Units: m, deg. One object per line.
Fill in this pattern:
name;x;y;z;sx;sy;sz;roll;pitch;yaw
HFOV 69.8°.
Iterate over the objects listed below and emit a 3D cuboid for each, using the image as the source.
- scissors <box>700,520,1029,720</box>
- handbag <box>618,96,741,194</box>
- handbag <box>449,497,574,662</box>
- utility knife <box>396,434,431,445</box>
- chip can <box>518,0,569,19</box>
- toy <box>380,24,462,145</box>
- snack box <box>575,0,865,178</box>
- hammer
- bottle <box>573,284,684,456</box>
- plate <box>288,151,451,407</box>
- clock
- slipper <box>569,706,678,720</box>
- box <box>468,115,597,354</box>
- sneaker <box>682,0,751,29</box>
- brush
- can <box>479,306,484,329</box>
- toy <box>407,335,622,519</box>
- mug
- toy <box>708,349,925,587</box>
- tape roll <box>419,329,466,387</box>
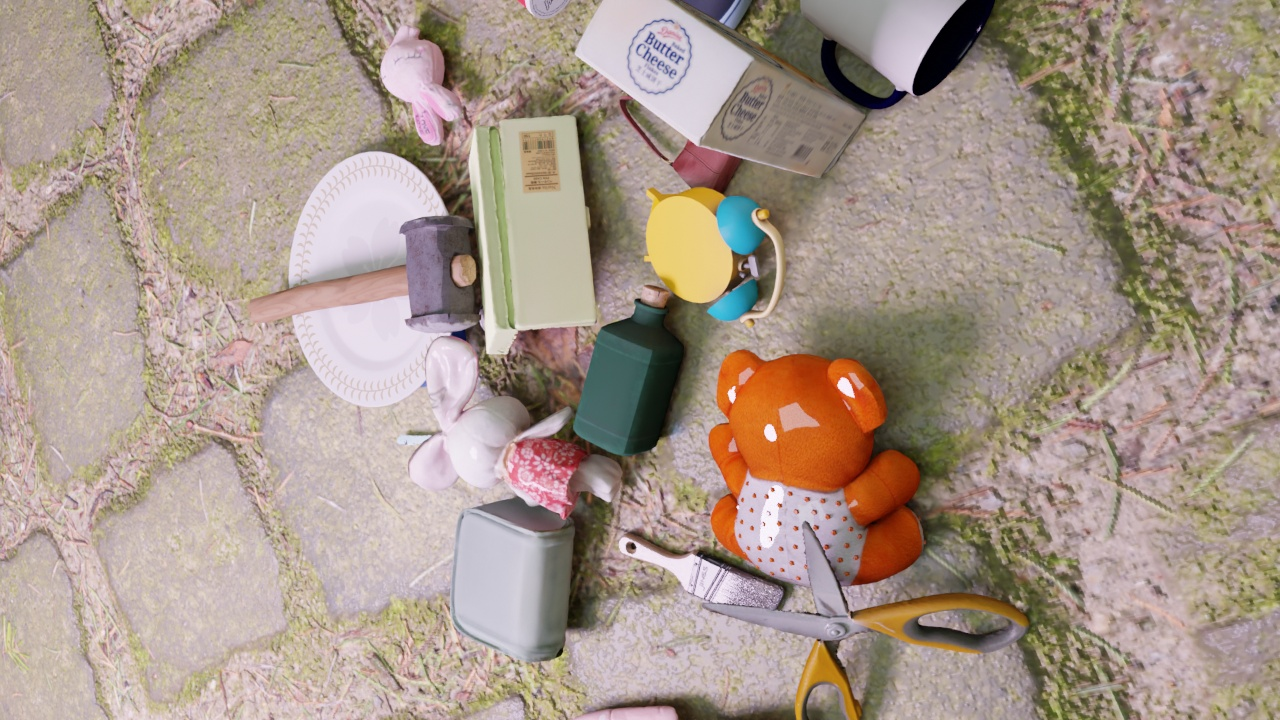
scissors;0.159;0.199;0.651;0.230;0.016;0.225;-9;118;11
handbag;0.026;-0.178;0.723;0.119;0.029;0.055;41;117;26
handbag;-0.108;0.191;0.813;0.106;0.067;0.122;13;101;37
utility knife;-0.170;0.079;0.867;0.162;0.015;0.022;-4;91;30
chip can;-0.144;-0.372;0.784;0.214;0.051;0.052;44;114;19
toy;-0.201;-0.253;0.833;0.064;0.047;0.110;-37;80;36
snack box;0.061;-0.178;0.595;0.104;0.207;0.058;42;113;21
hammer;-0.272;-0.065;0.857;0.329;0.052;0.098;-4;90;37
bottle;-0.004;0.004;0.737;0.061;0.061;0.131;24;106;28
plate;-0.257;-0.077;0.882;0.243;0.016;0.242;1;93;34
clock;0.054;-0.082;0.694;0.130;0.043;0.099;28;131;33
slipper;0.018;0.346;0.765;0.275;0.054;0.114;-17;86;33
box;-0.103;-0.108;0.762;0.128;0.066;0.188;-14;74;28
sneaker;0.054;-0.343;0.645;0.083;0.098;0.242;30;109;24
brush;0.046;0.175;0.754;0.151;0.012;0.039;19;105;27
can;-0.097;-0.045;0.802;0.095;0.032;0.032;-12;89;30
toy;-0.110;0.074;0.782;0.194;0.084;0.159;18;115;15
mug;0.163;-0.224;0.614;0.097;0.078;0.112;43;142;19
toy;0.119;0.075;0.664;0.164;0.092;0.172;5;110;32
tape roll;-0.209;-0.020;0.878;0.093;0.016;0.091;42;114;20
